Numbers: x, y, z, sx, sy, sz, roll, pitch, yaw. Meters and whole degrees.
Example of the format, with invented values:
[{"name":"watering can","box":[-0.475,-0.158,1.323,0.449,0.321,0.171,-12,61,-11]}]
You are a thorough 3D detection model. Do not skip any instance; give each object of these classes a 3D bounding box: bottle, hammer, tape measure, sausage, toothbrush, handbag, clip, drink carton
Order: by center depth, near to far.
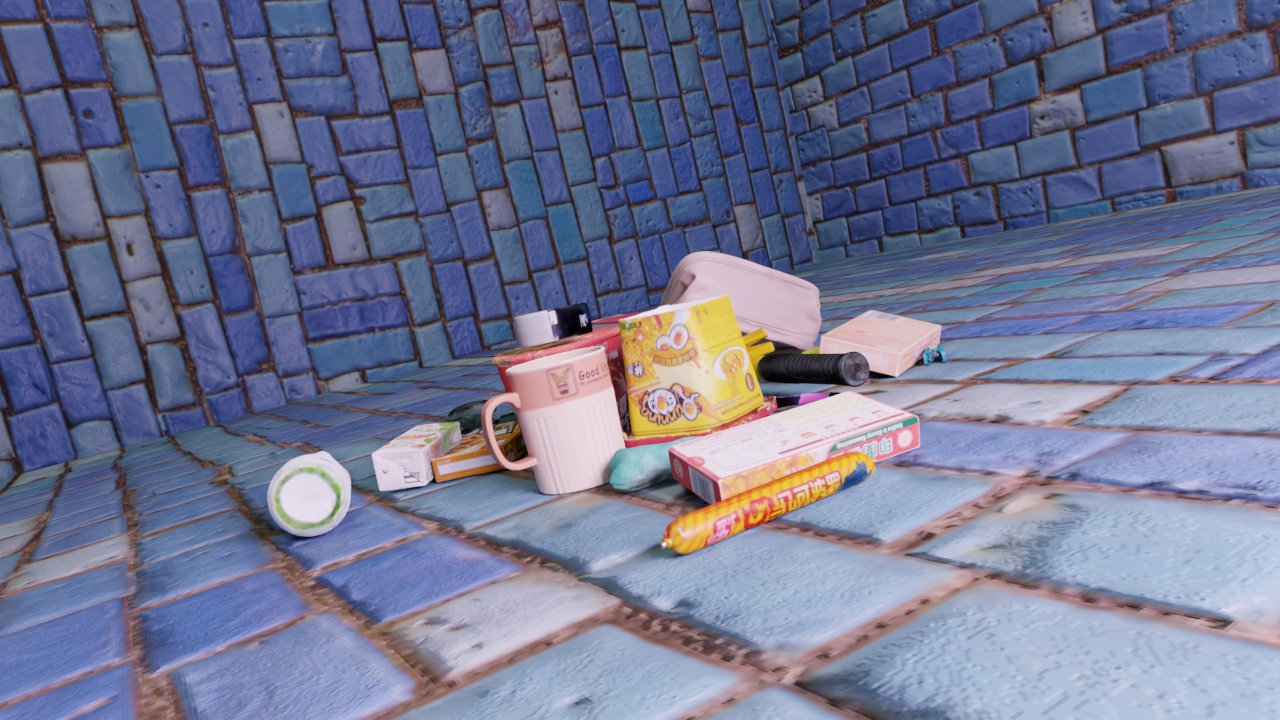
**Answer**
[{"name":"sausage","box":[0.081,0.083,0.550,0.164,0.021,0.021,-17,7,-27]},{"name":"bottle","box":[-0.307,0.118,0.864,0.068,0.068,0.197,-15,3,-16]},{"name":"tape measure","box":[-0.089,-0.033,0.888,0.066,0.033,0.065,-10,5,43]},{"name":"toothbrush","box":[0.107,0.044,0.896,0.190,0.014,0.017,-8,25,34]},{"name":"clip","box":[0.301,-0.007,0.939,0.047,0.014,0.057,-13,7,17]},{"name":"hammer","box":[0.134,0.007,0.945,0.128,0.033,0.301,-32,12,-19]},{"name":"drink carton","box":[-0.227,0.099,0.953,0.053,0.045,0.122,-7,8,8]},{"name":"handbag","box":[0.111,-0.055,1.227,0.193,0.093,0.235,15,-15,-16]}]

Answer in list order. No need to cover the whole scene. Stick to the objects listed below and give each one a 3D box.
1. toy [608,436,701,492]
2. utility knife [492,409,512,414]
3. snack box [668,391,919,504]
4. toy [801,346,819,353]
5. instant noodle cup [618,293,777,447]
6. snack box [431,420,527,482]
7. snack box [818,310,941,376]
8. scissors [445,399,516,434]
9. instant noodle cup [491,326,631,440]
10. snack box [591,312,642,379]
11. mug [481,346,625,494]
[{"name":"toy","box":[0.020,0.079,0.691,0.092,0.030,0.096,-14,17,6]},{"name":"utility knife","box":[-0.108,0.057,1.215,0.216,0.015,0.033,-10,0,10]},{"name":"snack box","box":[0.105,0.059,0.632,0.155,0.027,0.077,-15,17,-20]},{"name":"toy","box":[0.192,0.001,1.018,0.100,0.031,0.096,-13,5,11]},{"name":"instant noodle cup","box":[0.042,0.013,0.793,0.116,0.123,0.115,-9,7,36]},{"name":"snack box","box":[-0.157,0.091,0.965,0.075,0.026,0.153,-12,6,9]},{"name":"snack box","box":[0.257,-0.021,0.975,0.084,0.026,0.156,15,21,30]},{"name":"scissors","box":[-0.178,0.067,1.056,0.177,0.019,0.170,-18,-16,39]},{"name":"instant noodle cup","box":[-0.070,0.032,0.926,0.138,0.108,0.138,-13,6,1]},{"name":"snack box","box":[-0.006,0.006,1.009,0.044,0.113,0.127,-14,6,-25]},{"name":"mug","box":[-0.072,0.053,0.755,0.114,0.106,0.082,-16,7,-27]}]
